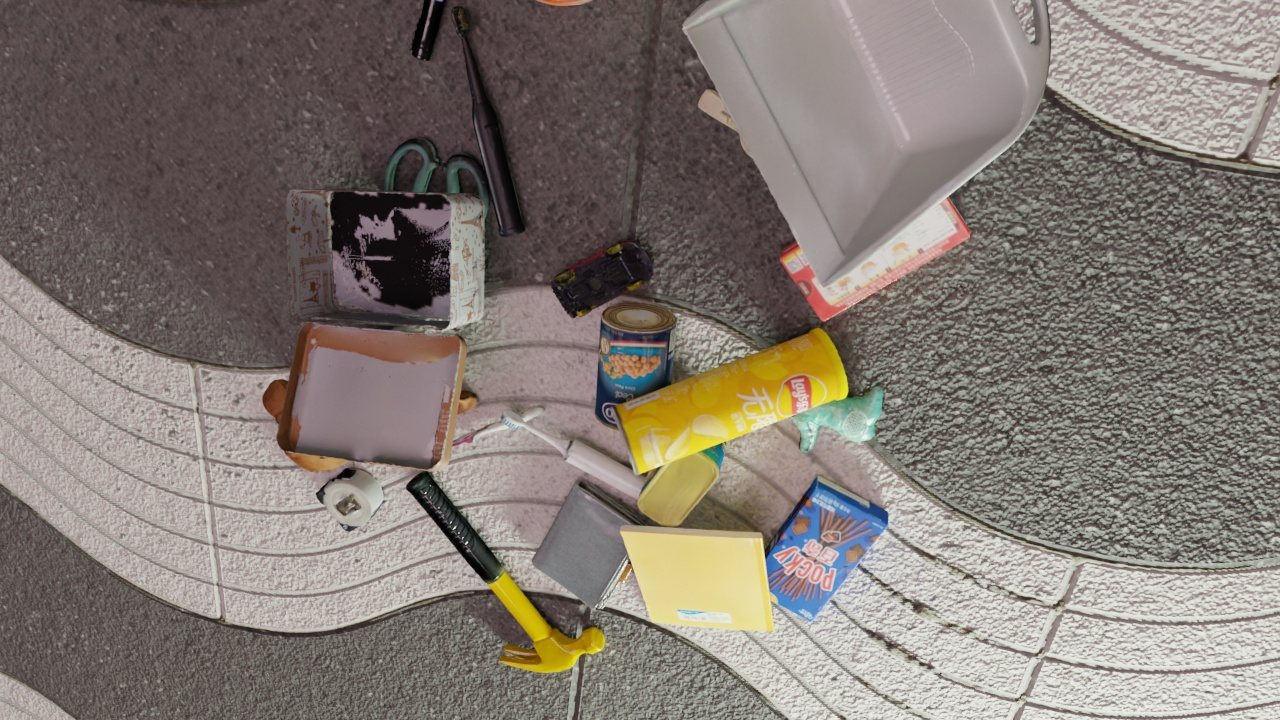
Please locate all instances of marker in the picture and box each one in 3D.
[{"bbox_3d":[-0.183,-0.336,0.825,0.022,0.020,0.132,40,123,27],"label":"marker"}]

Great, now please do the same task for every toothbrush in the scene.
[{"bbox_3d":[-0.145,-0.222,0.863,0.026,0.027,0.213,-19,113,-18],"label":"toothbrush"},{"bbox_3d":[-0.051,0.110,0.987,0.221,0.026,0.026,29,131,-4],"label":"toothbrush"},{"bbox_3d":[-0.182,0.087,1.022,0.188,0.016,0.017,-23,115,22],"label":"toothbrush"}]

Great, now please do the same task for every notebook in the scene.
[{"bbox_3d":[0.065,0.238,0.986,0.146,0.010,0.206,0,138,14],"label":"notebook"}]

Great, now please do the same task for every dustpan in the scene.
[{"bbox_3d":[0.197,-0.223,0.688,0.143,0.256,0.223,-16,111,45],"label":"dustpan"}]

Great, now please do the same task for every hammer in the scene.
[{"bbox_3d":[-0.174,0.255,1.089,0.129,0.032,0.301,-29,105,23],"label":"hammer"}]

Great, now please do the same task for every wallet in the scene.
[{"bbox_3d":[-0.054,0.209,1.036,0.106,0.036,0.130,34,117,9],"label":"wallet"}]

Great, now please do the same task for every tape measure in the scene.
[{"bbox_3d":[-0.341,0.163,1.087,0.066,0.033,0.066,-32,105,25],"label":"tape measure"}]

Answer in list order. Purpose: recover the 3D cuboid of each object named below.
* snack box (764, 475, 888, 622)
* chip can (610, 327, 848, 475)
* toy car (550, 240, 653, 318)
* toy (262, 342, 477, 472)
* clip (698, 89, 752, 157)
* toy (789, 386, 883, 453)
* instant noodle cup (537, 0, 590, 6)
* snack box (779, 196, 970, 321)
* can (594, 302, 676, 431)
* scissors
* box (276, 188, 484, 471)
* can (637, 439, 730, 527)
[{"bbox_3d":[0.186,0.203,0.978,0.084,0.026,0.157,28,118,0],"label":"snack box"},{"bbox_3d":[0.082,0.038,0.859,0.213,0.072,0.072,-20,110,-3],"label":"chip can"},{"bbox_3d":[-0.036,-0.082,0.898,0.106,0.031,0.049,-25,107,24],"label":"toy car"},{"bbox_3d":[-0.289,0.043,0.983,0.200,0.140,0.130,-14,69,18],"label":"toy"},{"bbox_3d":[0.098,-0.199,0.793,0.101,0.096,0.035,25,118,-11],"label":"clip"},{"bbox_3d":[0.189,0.057,0.910,0.092,0.030,0.097,13,124,13],"label":"toy"},{"bbox_3d":[-0.079,-0.360,0.735,0.151,0.111,0.151,5,115,11],"label":"instant noodle cup"},{"bbox_3d":[0.209,-0.105,0.830,0.153,0.025,0.075,-32,104,25],"label":"snack box"},{"bbox_3d":[-0.005,0.005,0.907,0.075,0.075,0.111,9,115,10],"label":"can"},{"bbox_3d":[-0.231,-0.144,0.926,0.129,0.019,0.186,36,116,-4],"label":"scissors"},{"bbox_3d":[-0.250,-0.032,0.882,0.179,0.102,0.261,4,100,15],"label":"box"},{"bbox_3d":[0.045,0.110,0.937,0.057,0.083,0.102,33,118,-3],"label":"can"}]
